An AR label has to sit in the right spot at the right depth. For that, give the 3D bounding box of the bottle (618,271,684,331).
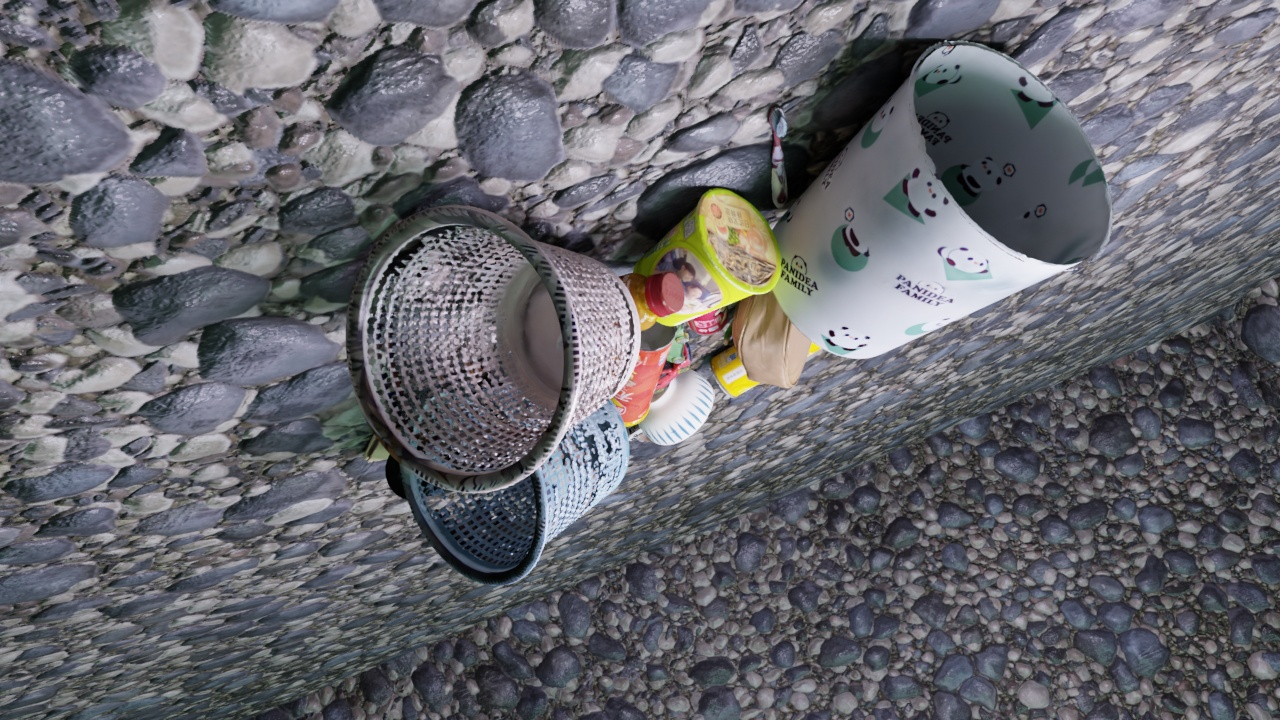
[{"bbox_3d":[-0.038,-0.049,0.908,0.175,0.057,0.057,-13,170,36],"label":"bottle"}]

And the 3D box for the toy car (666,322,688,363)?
[{"bbox_3d":[0.040,-0.031,1.145,0.036,0.043,0.091,-6,151,-2],"label":"toy car"}]

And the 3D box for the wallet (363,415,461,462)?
[{"bbox_3d":[-0.286,0.101,1.161,0.115,0.024,0.087,-12,162,-35],"label":"wallet"}]

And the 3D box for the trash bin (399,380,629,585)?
[{"bbox_3d":[-0.127,0.113,1.043,0.227,0.226,0.194,-38,168,38],"label":"trash bin"}]

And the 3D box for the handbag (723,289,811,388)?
[{"bbox_3d":[0.161,-0.049,1.115,0.100,0.147,0.204,14,167,15],"label":"handbag"}]

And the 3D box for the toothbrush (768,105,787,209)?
[{"bbox_3d":[0.133,-0.186,0.873,0.016,0.017,0.187,-23,161,2],"label":"toothbrush"}]

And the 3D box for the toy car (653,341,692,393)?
[{"bbox_3d":[0.030,0.005,1.224,0.031,0.049,0.107,-8,158,-41],"label":"toy car"}]

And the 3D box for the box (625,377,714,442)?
[{"bbox_3d":[0.030,0.079,1.386,0.163,0.076,0.087,-32,-176,32],"label":"box"}]

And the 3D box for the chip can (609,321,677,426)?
[{"bbox_3d":[-0.007,0.007,1.136,0.073,0.073,0.217,-17,156,-18],"label":"chip can"}]

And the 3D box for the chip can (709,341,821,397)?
[{"bbox_3d":[0.204,-0.024,1.308,0.214,0.072,0.072,-32,159,25],"label":"chip can"}]

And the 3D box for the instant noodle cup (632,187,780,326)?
[{"bbox_3d":[0.057,-0.094,0.916,0.111,0.111,0.124,-4,162,-44],"label":"instant noodle cup"}]

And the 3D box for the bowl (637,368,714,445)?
[{"bbox_3d":[0.037,0.054,1.291,0.117,0.116,0.066,-30,129,19],"label":"bowl"}]

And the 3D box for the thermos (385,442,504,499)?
[{"bbox_3d":[-0.243,0.138,1.198,0.090,0.068,0.242,-8,174,18],"label":"thermos"}]

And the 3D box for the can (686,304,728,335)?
[{"bbox_3d":[0.069,-0.073,1.050,0.053,0.053,0.133,-24,161,3],"label":"can"}]

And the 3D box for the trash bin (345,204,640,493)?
[{"bbox_3d":[-0.105,-0.017,0.797,0.228,0.227,0.191,-33,171,27],"label":"trash bin"}]

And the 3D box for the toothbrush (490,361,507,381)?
[{"bbox_3d":[-0.109,0.023,1.148,0.026,0.027,0.224,14,-179,30],"label":"toothbrush"}]

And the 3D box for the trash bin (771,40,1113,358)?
[{"bbox_3d":[0.264,-0.133,0.881,0.229,0.229,0.253,-11,164,-32],"label":"trash bin"}]
